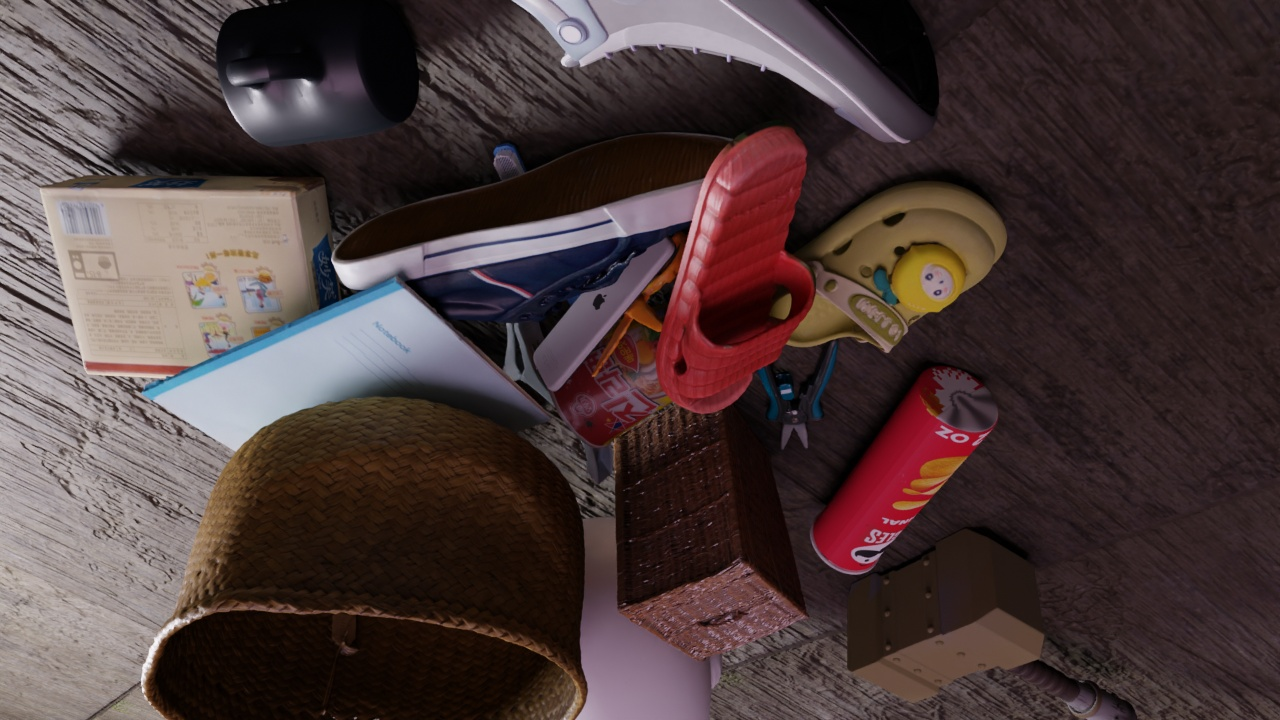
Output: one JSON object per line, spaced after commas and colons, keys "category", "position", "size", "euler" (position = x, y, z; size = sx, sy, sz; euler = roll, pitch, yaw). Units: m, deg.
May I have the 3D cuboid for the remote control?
{"category": "remote control", "position": [-0.029, -0.041, 0.679], "size": [0.008, 0.045, 0.147], "euler": [23, 115, -43]}

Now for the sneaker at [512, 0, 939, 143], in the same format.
{"category": "sneaker", "position": [0.040, -0.189, 0.524], "size": [0.256, 0.092, 0.161], "euler": [35, 141, -24]}

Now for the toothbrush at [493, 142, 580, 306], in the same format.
{"category": "toothbrush", "position": [-0.072, -0.092, 0.695], "size": [0.016, 0.014, 0.167], "euler": [-6, 135, 19]}

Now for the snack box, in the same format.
{"category": "snack box", "position": [-0.340, -0.064, 0.715], "size": [0.207, 0.055, 0.153], "euler": [2, 112, 8]}

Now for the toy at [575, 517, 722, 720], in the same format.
{"category": "toy", "position": [-0.060, 0.290, 0.914], "size": [0.281, 0.265, 0.263], "euler": [-9, 128, 1]}

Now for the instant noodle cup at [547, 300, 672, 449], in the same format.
{"category": "instant noodle cup", "position": [-0.004, 0.004, 0.727], "size": [0.113, 0.100, 0.100], "euler": [-25, 126, 25]}

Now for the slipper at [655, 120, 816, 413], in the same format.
{"category": "slipper", "position": [0.070, -0.037, 0.602], "size": [0.059, 0.103, 0.249], "euler": [46, 151, 29]}

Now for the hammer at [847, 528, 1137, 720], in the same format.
{"category": "hammer", "position": [0.393, 0.314, 0.947], "size": [0.324, 0.100, 0.191], "euler": [30, 134, -18]}

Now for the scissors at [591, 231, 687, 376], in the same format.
{"category": "scissors", "position": [-0.006, -0.042, 0.678], "size": [0.011, 0.125, 0.131], "euler": [35, 170, -25]}

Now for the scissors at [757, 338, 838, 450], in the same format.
{"category": "scissors", "position": [0.130, 0.023, 0.765], "size": [0.119, 0.019, 0.151], "euler": [-29, 128, 32]}

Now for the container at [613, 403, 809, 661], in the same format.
{"category": "container", "position": [0.055, 0.138, 0.773], "size": [0.114, 0.198, 0.113], "euler": [-28, 129, 21]}

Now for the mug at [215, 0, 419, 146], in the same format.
{"category": "mug", "position": [-0.203, -0.178, 0.560], "size": [0.094, 0.121, 0.085], "euler": [-3, 106, 15]}

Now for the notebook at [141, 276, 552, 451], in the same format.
{"category": "notebook", "position": [-0.222, 0.034, 0.698], "size": [0.254, 0.009, 0.181], "euler": [-19, 136, 24]}

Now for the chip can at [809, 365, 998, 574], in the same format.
{"category": "chip can", "position": [0.219, 0.100, 0.787], "size": [0.069, 0.069, 0.221], "euler": [16, 137, -4]}

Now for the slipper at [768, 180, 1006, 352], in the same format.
{"category": "slipper", "position": [0.156, -0.051, 0.638], "size": [0.191, 0.081, 0.091], "euler": [-27, 122, 38]}

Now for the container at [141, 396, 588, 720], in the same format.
{"category": "container", "position": [-0.193, 0.174, 0.704], "size": [0.307, 0.196, 0.308], "euler": [1, 137, 0]}

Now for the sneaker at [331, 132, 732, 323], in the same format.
{"category": "sneaker", "position": [-0.056, -0.069, 0.638], "size": [0.295, 0.120, 0.127], "euler": [-15, 124, 15]}

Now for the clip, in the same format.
{"category": "clip", "position": [-0.105, 0.039, 0.808], "size": [0.165, 0.031, 0.169], "euler": [-17, 104, 44]}
